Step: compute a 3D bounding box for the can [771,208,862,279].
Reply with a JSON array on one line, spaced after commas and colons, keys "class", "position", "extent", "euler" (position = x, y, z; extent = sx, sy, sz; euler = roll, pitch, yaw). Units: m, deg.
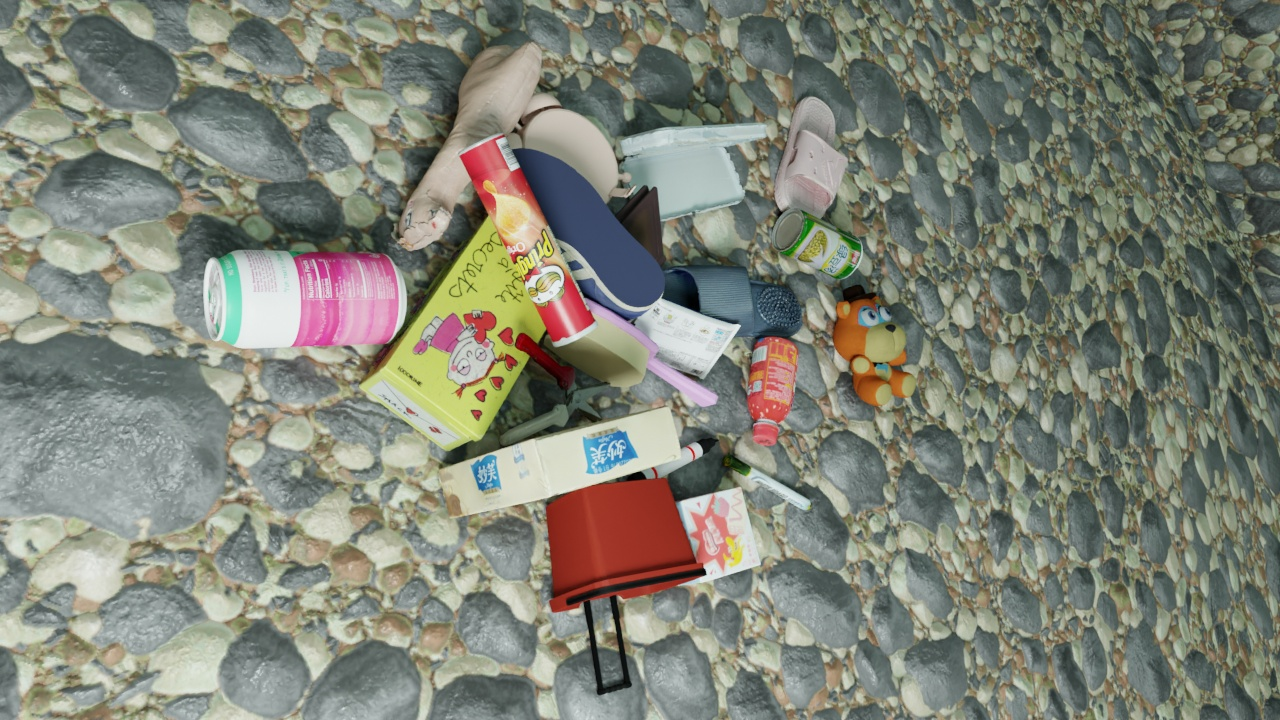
[{"class": "can", "position": [0.254, -0.166, 1.315], "extent": [0.120, 0.067, 0.067], "euler": [19, 64, -30]}]

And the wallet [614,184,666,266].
[{"class": "wallet", "position": [0.000, -0.142, 1.115], "extent": [0.091, 0.018, 0.116], "euler": [-52, 145, -36]}]

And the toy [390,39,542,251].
[{"class": "toy", "position": [-0.196, -0.234, 1.001], "extent": [0.065, 0.196, 0.264], "euler": [33, 83, -29]}]

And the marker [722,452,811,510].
[{"class": "marker", "position": [0.164, 0.157, 1.172], "extent": [0.146, 0.017, 0.017], "euler": [31, 59, -24]}]

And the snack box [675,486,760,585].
[{"class": "snack box", "position": [0.070, 0.202, 1.048], "extent": [0.094, 0.080, 0.093], "euler": [-6, 78, -37]}]

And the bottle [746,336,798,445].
[{"class": "bottle", "position": [0.168, 0.042, 1.187], "extent": [0.062, 0.062, 0.137], "euler": [26, 62, -27]}]

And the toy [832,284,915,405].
[{"class": "toy", "position": [0.328, -0.022, 1.312], "extent": [0.112, 0.096, 0.176], "euler": [-14, 72, -38]}]

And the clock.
[{"class": "clock", "position": [-0.088, -0.234, 1.084], "extent": [0.160, 0.086, 0.130], "euler": [37, 56, -13]}]

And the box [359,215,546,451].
[{"class": "box", "position": [-0.174, -0.031, 0.949], "extent": [0.124, 0.083, 0.220], "euler": [42, 56, -18]}]

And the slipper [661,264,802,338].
[{"class": "slipper", "position": [0.128, -0.080, 1.186], "extent": [0.263, 0.083, 0.101], "euler": [2, 71, -36]}]

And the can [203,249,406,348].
[{"class": "can", "position": [-0.309, -0.057, 0.854], "extent": [0.165, 0.088, 0.088], "euler": [-3, 77, -37]}]

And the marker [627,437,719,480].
[{"class": "marker", "position": [0.043, 0.119, 1.096], "extent": [0.145, 0.019, 0.019], "euler": [-22, 88, -39]}]

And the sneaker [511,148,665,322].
[{"class": "sneaker", "position": [-0.074, -0.131, 1.043], "extent": [0.233, 0.119, 0.091], "euler": [41, 73, 2]}]

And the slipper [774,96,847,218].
[{"class": "slipper", "position": [0.264, -0.306, 1.372], "extent": [0.094, 0.065, 0.238], "euler": [29, 58, -26]}]

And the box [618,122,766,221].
[{"class": "box", "position": [0.080, -0.264, 1.197], "extent": [0.210, 0.106, 0.130], "euler": [-23, 92, -38]}]

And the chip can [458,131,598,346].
[{"class": "chip can", "position": [-0.112, -0.120, 0.925], "extent": [0.051, 0.052, 0.215], "euler": [-37, 107, -38]}]

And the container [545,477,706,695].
[{"class": "container", "position": [-0.016, 0.234, 0.954], "extent": [0.147, 0.127, 0.200], "euler": [-1, 69, -36]}]

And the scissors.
[{"class": "scissors", "position": [-0.091, 0.040, 0.967], "extent": [0.178, 0.015, 0.197], "euler": [-57, 142, -37]}]

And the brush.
[{"class": "brush", "position": [-0.006, 0.006, 1.054], "extent": [0.228, 0.089, 0.043], "euler": [33, 63, -23]}]

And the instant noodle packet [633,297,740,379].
[{"class": "instant noodle packet", "position": [0.047, -0.026, 1.112], "extent": [0.134, 0.087, 0.026], "euler": [17, 29, -31]}]

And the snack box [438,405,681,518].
[{"class": "snack box", "position": [-0.083, 0.101, 0.891], "extent": [0.153, 0.208, 0.055], "euler": [-12, 84, -38]}]
